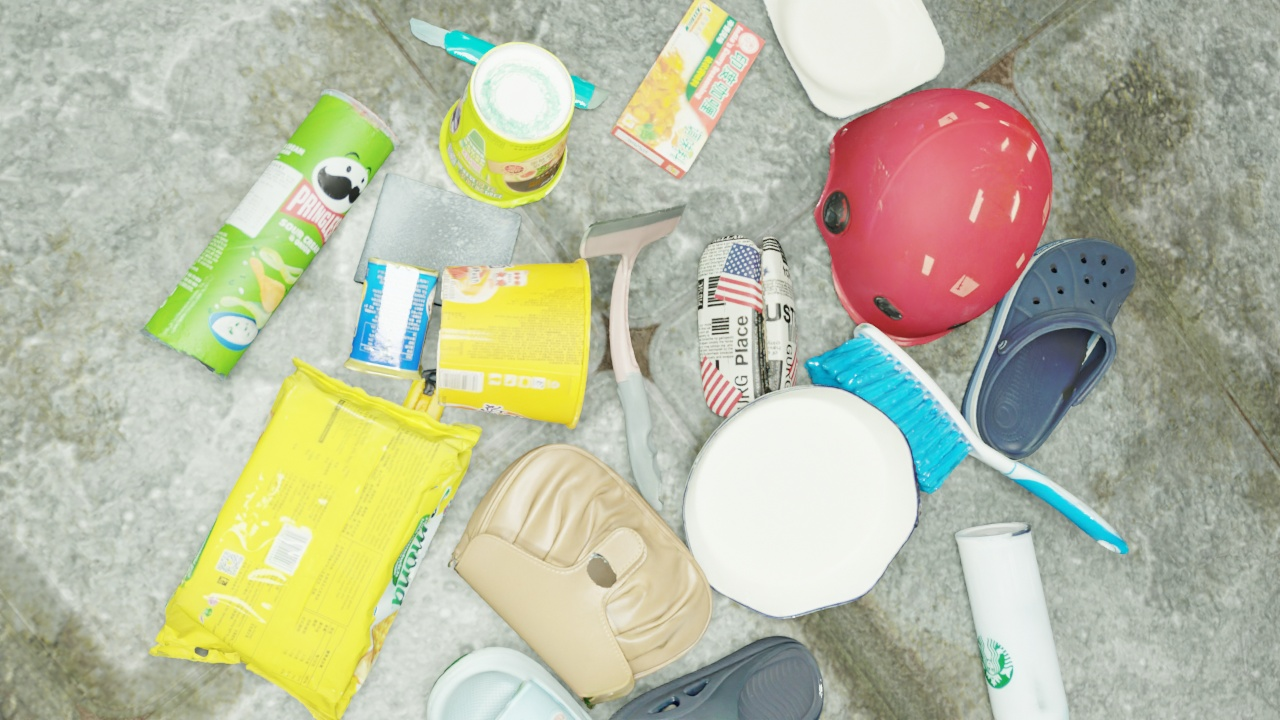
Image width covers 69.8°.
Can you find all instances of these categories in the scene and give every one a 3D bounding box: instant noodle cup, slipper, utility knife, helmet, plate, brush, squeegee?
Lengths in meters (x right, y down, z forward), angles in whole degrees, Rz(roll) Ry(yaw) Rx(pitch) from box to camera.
[{"bbox_3d":[-0.104,-0.194,0.746,0.111,0.124,0.111,2,83,-15],"label":"instant noodle cup"},{"bbox_3d":[0.067,0.293,0.709,0.267,0.084,0.110,-18,88,-40],"label":"slipper"},{"bbox_3d":[-0.201,0.097,0.741,0.033,0.015,0.201,23,78,-8],"label":"utility knife"},{"bbox_3d":[0.279,-0.138,0.833,0.207,0.144,0.240,11,82,-15],"label":"helmet"},{"bbox_3d":[0.133,0.118,0.784,0.204,0.045,0.205,-2,103,-9],"label":"plate"},{"bbox_3d":[0.201,-0.321,0.888,0.164,0.034,0.163,-25,90,-16],"label":"plate"},{"bbox_3d":[0.291,0.085,0.823,0.109,0.061,0.314,-40,82,-16],"label":"brush"},{"bbox_3d":[-0.004,0.004,0.748,0.040,0.247,0.250,0,102,17],"label":"squeegee"},{"bbox_3d":[-0.115,-0.261,0.809,0.182,0.013,0.029,20,75,-13],"label":"utility knife"},{"bbox_3d":[-0.066,0.325,0.706,0.245,0.074,0.104,43,100,-9],"label":"slipper"},{"bbox_3d":[0.392,-0.019,0.872,0.105,0.095,0.252,36,80,-10],"label":"slipper"},{"bbox_3d":[-0.102,-0.016,0.721,0.109,0.138,0.138,3,82,-10],"label":"instant noodle cup"}]

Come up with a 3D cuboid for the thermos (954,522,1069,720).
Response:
[{"bbox_3d":[0.341,0.265,0.836,0.073,0.073,0.224,-9,86,-16],"label":"thermos"}]

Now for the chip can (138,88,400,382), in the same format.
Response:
[{"bbox_3d":[-0.285,-0.099,0.715,0.072,0.072,0.235,34,77,-8],"label":"chip can"}]

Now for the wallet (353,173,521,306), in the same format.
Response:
[{"bbox_3d":[-0.168,-0.094,0.773,0.120,0.019,0.097,16,82,-14],"label":"wallet"}]

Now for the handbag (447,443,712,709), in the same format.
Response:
[{"bbox_3d":[-0.043,0.167,0.730,0.147,0.100,0.204,-45,96,-14],"label":"handbag"}]

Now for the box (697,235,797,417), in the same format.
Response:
[{"bbox_3d":[0.095,-0.030,0.823,0.086,0.075,0.162,-2,86,16],"label":"box"}]

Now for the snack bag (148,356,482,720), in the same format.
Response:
[{"bbox_3d":[-0.243,0.131,0.689,0.158,0.068,0.246,25,82,-3],"label":"snack bag"}]

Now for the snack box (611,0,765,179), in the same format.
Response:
[{"bbox_3d":[0.044,-0.252,0.842,0.077,0.027,0.155,32,77,-10],"label":"snack box"}]

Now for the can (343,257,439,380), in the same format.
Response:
[{"bbox_3d":[-0.188,-0.034,0.707,0.057,0.102,0.083,12,94,-13],"label":"can"}]
